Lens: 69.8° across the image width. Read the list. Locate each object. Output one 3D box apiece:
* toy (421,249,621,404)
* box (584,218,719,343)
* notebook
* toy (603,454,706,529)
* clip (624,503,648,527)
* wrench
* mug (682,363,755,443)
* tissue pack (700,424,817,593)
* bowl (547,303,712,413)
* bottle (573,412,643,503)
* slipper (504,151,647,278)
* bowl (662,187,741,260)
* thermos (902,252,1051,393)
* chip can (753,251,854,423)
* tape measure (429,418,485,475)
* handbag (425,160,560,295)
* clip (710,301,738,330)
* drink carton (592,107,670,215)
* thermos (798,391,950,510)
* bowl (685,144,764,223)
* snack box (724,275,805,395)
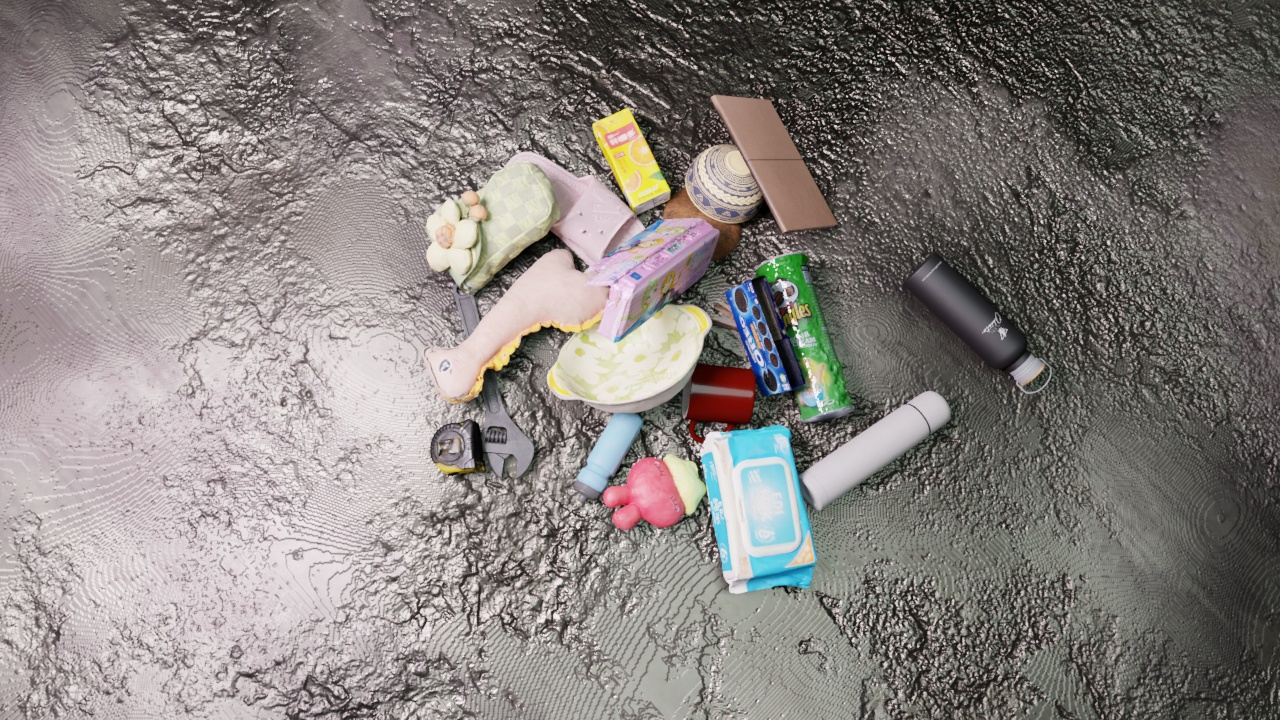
[{"bbox_3d":[-0.141,-0.034,1.165,0.196,0.065,0.263,28,63,19],"label":"toy"},{"bbox_3d":[0.002,-0.119,1.159,0.097,0.085,0.229,32,41,17],"label":"box"},{"bbox_3d":[0.185,-0.270,1.253,0.141,0.008,0.209,-15,75,-49],"label":"notebook"},{"bbox_3d":[0.018,0.166,1.153,0.135,0.045,0.091,-14,72,-23],"label":"toy"},{"bbox_3d":[-0.012,0.188,1.168,0.036,0.013,0.053,-11,76,-9],"label":"clip"},{"bbox_3d":[-0.198,0.023,1.187,0.073,0.018,0.273,-15,77,-10],"label":"wrench"},{"bbox_3d":[0.098,0.059,1.186,0.082,0.073,0.106,6,105,-4],"label":"mug"},{"bbox_3d":[0.149,0.188,1.154,0.117,0.066,0.209,-6,79,-15],"label":"tissue pack"},{"bbox_3d":[-0.007,0.007,1.158,0.219,0.060,0.188,-26,40,-8],"label":"bowl"},{"bbox_3d":[-0.043,0.123,1.165,0.040,0.040,0.130,30,76,2],"label":"bottle"},{"bbox_3d":[-0.083,-0.204,1.228,0.239,0.064,0.094,37,76,5],"label":"slipper"},{"bbox_3d":[0.087,-0.194,1.261,0.102,0.026,0.114,-35,82,-12],"label":"bowl"},{"bbox_3d":[0.462,-0.046,1.246,0.231,0.061,0.061,45,76,5],"label":"thermos"},{"bbox_3d":[0.216,-0.028,1.211,0.075,0.075,0.223,-13,79,-9],"label":"chip can"},{"bbox_3d":[-0.230,0.108,1.142,0.063,0.038,0.067,-11,77,17],"label":"tape measure"},{"bbox_3d":[-0.197,-0.179,1.169,0.187,0.116,0.113,-37,74,13],"label":"handbag"},{"bbox_3d":[0.119,-0.049,1.231,0.061,0.025,0.043,29,76,-4],"label":"clip"},{"bbox_3d":[-0.012,-0.273,1.260,0.058,0.043,0.134,-25,81,-3],"label":"drink carton"},{"bbox_3d":[0.307,0.114,1.196,0.224,0.052,0.052,-32,82,-12],"label":"thermos"},{"bbox_3d":[0.124,-0.250,1.244,0.112,0.061,0.112,8,62,-15],"label":"bowl"},{"bbox_3d":[0.160,-0.030,1.188,0.027,0.082,0.150,-19,88,-21],"label":"snack box"}]
